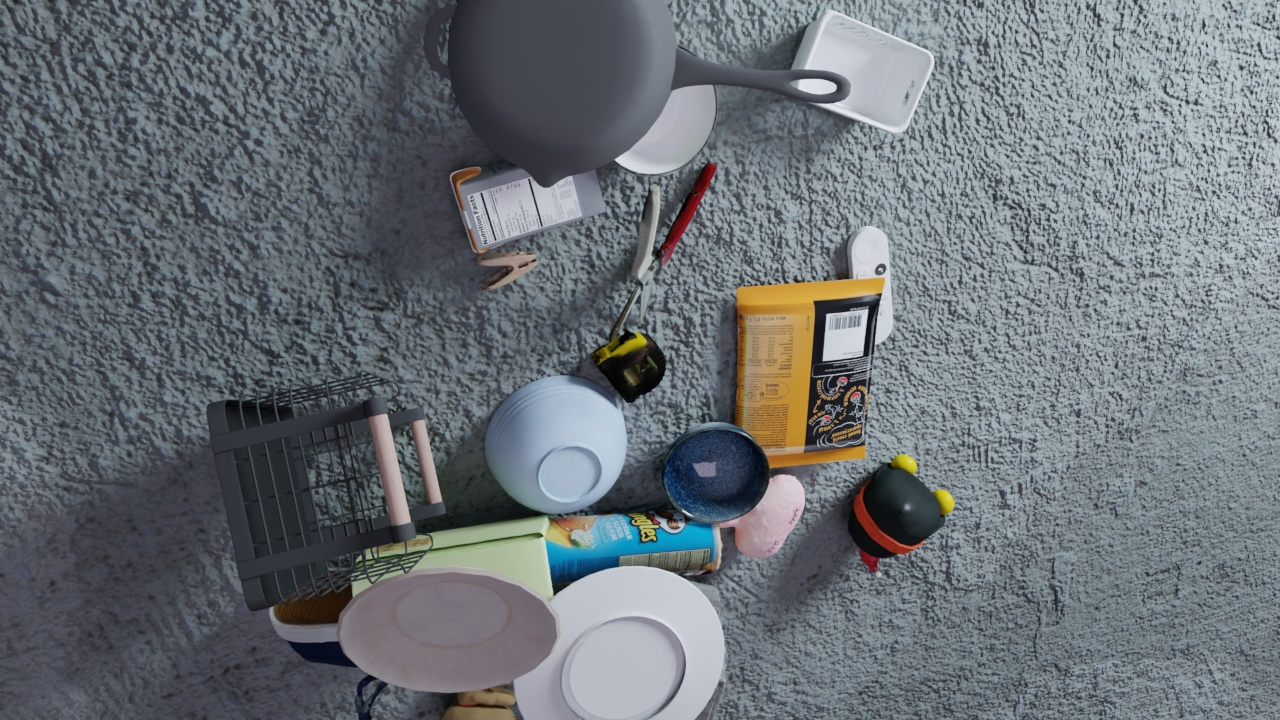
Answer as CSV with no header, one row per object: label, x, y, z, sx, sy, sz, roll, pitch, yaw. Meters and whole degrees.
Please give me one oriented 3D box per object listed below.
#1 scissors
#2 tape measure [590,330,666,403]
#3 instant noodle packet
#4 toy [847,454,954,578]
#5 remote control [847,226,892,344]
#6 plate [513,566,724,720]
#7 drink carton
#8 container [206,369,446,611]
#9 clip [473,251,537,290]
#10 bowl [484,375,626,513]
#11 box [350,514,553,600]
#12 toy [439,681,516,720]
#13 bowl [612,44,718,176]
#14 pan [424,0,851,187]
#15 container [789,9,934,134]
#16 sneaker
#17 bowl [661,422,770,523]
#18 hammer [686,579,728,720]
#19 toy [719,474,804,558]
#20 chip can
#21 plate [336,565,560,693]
scissors,0.015,-0.109,0.855,0.015,0.179,0.198,30,88,14
tape measure,-0.006,0.005,0.936,0.062,0.038,0.067,-36,118,1
instant noodle packet,0.179,0.019,1.000,0.159,0.032,0.221,-4,115,-9
toy,0.293,0.186,1.083,0.097,0.099,0.119,45,127,12
remote control,0.248,-0.079,0.991,0.043,0.013,0.137,-17,117,-10
plate,-0.016,0.295,0.877,0.208,0.015,0.209,-4,105,-14
drink carton,-0.102,-0.150,0.829,0.124,0.048,0.076,-19,118,-9
container,-0.252,0.102,0.780,0.130,0.241,0.163,-13,87,-7
clip,-0.129,-0.094,0.862,0.060,0.024,0.041,-31,121,-13
bowl,-0.078,0.098,0.934,0.150,0.074,0.151,-7,115,-15
box,-0.180,0.197,0.886,0.188,0.130,0.064,-8,127,0
toy,-0.184,0.393,1.031,0.106,0.134,0.108,11,83,1
bowl,0.005,-0.227,0.818,0.116,0.065,0.116,-7,115,-14
pan,-0.007,-0.242,0.748,0.355,0.024,0.217,9,102,5
container,0.202,-0.273,0.868,0.129,0.049,0.081,13,109,-22
sneaker,-0.219,0.285,0.928,0.295,0.120,0.127,-1,128,10
bowl,0.080,0.112,0.993,0.114,0.060,0.114,0,112,0
hammer,-0.067,0.292,1.005,0.326,0.176,0.080,13,110,-3
toy,0.130,0.172,1.050,0.105,0.053,0.108,22,107,-10
chip can,-0.030,0.204,0.998,0.229,0.079,0.080,-1,114,-15
plate,-0.165,0.230,0.800,0.188,0.027,0.189,-3,131,-4
